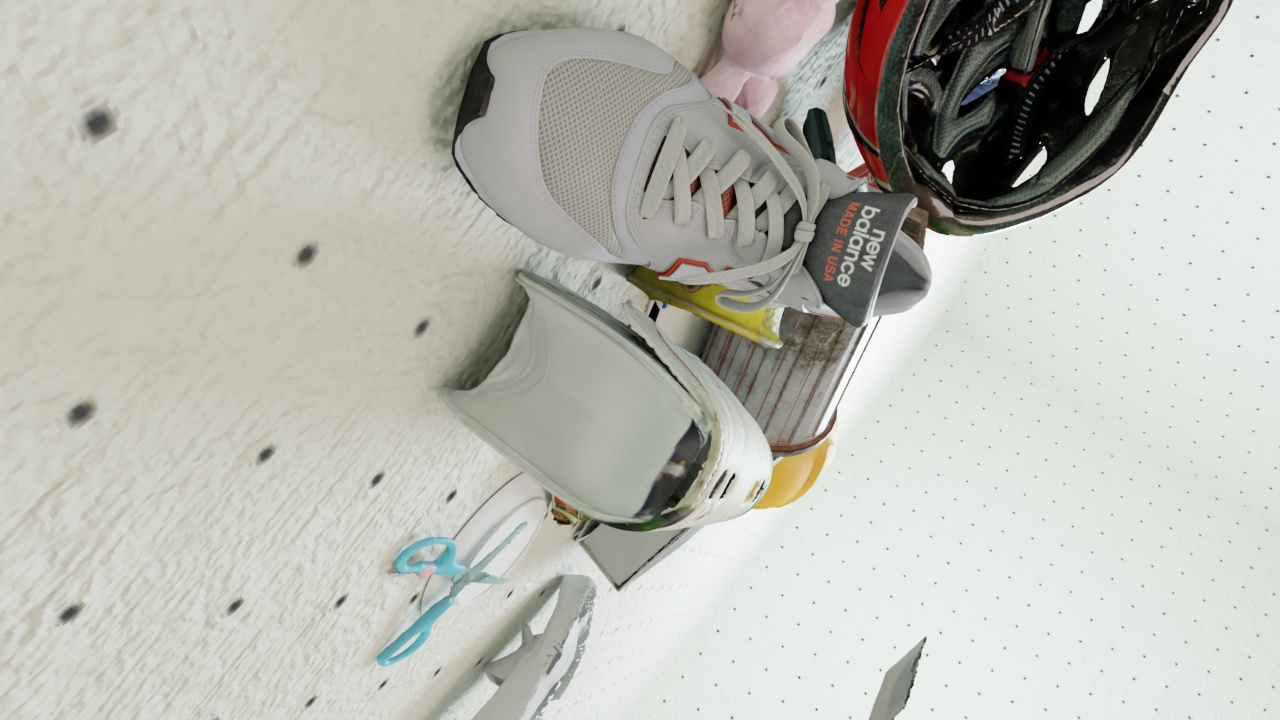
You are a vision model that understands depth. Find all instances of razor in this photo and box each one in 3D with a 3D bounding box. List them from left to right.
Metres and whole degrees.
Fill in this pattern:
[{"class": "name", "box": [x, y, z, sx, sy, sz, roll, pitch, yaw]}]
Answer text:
[{"class": "razor", "box": [0.078, -0.107, 0.617, 0.143, 0.052, 0.047, -45, 161, 1]}]

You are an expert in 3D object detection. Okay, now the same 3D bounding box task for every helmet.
[{"class": "helmet", "box": [0.155, 0.088, 1.043, 0.204, 0.131, 0.256, -46, 162, -28]}, {"class": "helmet", "box": [0.238, -0.211, 0.590, 0.272, 0.217, 0.167, -56, -152, 9]}]

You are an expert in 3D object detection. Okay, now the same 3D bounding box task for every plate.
[{"class": "plate", "box": [-0.100, 0.131, 0.642, 0.134, 0.011, 0.135, -48, 162, -21]}]

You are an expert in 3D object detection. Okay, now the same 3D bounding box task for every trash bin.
[{"class": "trash bin", "box": [0.121, -0.027, 0.735, 0.130, 0.131, 0.212, -40, 156, -39]}]

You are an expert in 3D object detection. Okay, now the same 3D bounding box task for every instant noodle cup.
[{"class": "instant noodle cup", "box": [0.058, -0.074, 0.546, 0.108, 0.102, 0.102, -66, 162, 6]}]

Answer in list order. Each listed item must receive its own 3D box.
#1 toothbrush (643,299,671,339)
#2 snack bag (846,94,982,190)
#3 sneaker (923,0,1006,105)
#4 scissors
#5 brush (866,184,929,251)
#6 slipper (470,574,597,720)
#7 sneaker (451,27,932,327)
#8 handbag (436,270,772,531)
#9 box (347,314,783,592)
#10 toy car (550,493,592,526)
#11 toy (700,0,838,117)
[{"class": "toothbrush", "box": [-0.004, 0.004, 0.652, 0.014, 0.014, 0.168, -2, 134, -26]}, {"class": "snack bag", "box": [0.233, -0.162, 0.787, 0.225, 0.041, 0.077, -31, 161, -1]}, {"class": "sneaker", "box": [0.277, -0.257, 0.768, 0.118, 0.091, 0.233, -54, 163, -18]}, {"class": "scissors", "box": [-0.127, 0.147, 0.578, 0.135, 0.015, 0.135, -45, 149, 3]}, {"class": "brush", "box": [0.082, -0.092, 0.477, 0.008, 0.143, 0.045, -53, 154, -12]}, {"class": "slipper", "box": [-0.110, 0.298, 0.825, 0.246, 0.074, 0.112, -56, 173, -32]}, {"class": "sneaker", "box": [0.047, -0.064, 0.379, 0.239, 0.124, 0.089, 11, 100, -54]}, {"class": "handbag", "box": [0.000, 0.031, 0.501, 0.096, 0.142, 0.198, -57, 164, 0]}, {"class": "box", "box": [-0.071, 0.038, 0.898, 0.172, 0.404, 0.168, -59, 163, 16]}, {"class": "toy car", "box": [-0.037, 0.087, 0.655, 0.112, 0.047, 0.047, 95, 17, -59]}, {"class": "toy", "box": [0.063, -0.163, 0.461, 0.063, 0.047, 0.110, -32, 163, -46]}]
